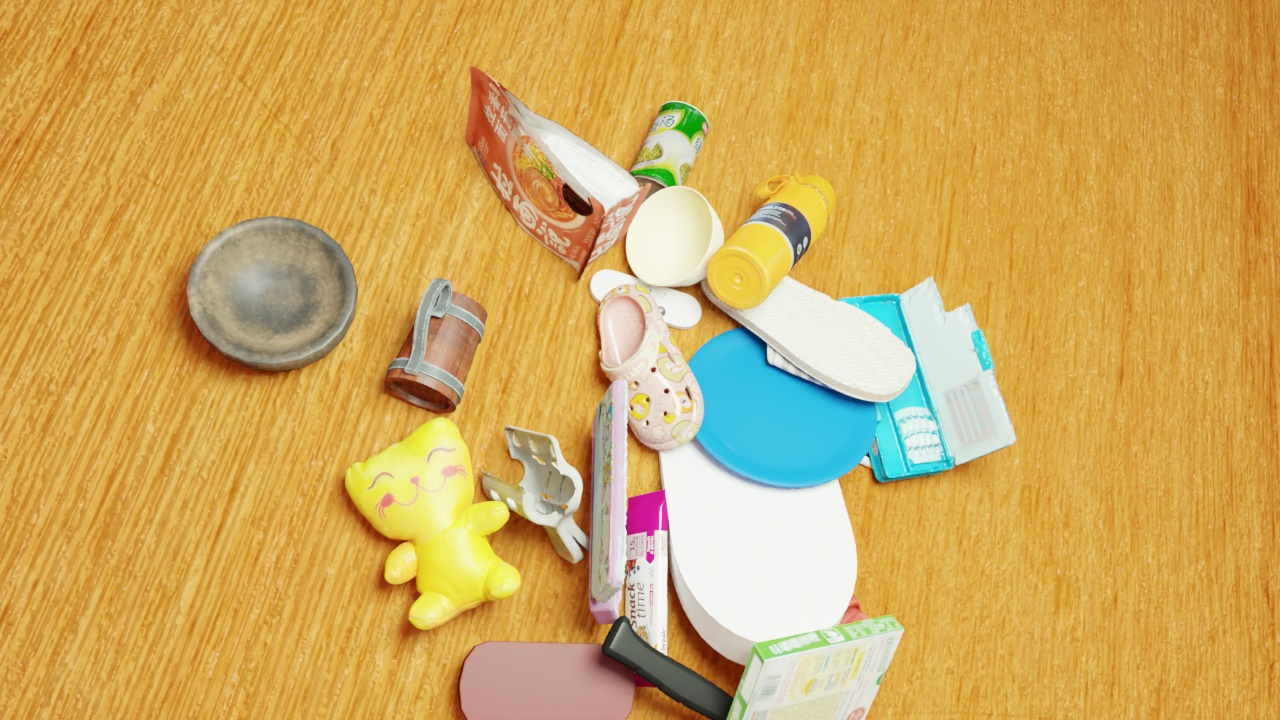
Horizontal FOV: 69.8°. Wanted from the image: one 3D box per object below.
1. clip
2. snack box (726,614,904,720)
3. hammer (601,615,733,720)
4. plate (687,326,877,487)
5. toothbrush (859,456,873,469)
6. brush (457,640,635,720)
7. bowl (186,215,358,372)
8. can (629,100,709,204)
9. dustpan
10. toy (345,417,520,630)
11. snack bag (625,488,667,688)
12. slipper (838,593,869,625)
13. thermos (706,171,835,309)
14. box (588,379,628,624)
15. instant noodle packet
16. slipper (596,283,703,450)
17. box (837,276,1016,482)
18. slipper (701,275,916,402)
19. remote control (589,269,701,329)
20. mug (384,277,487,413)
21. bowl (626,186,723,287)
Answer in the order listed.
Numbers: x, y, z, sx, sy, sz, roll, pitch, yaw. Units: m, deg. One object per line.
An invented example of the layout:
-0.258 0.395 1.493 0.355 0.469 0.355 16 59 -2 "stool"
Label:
-0.110 0.145 0.931 0.105 0.127 0.152 -17 101 -26 "clip"
0.165 0.314 0.887 0.167 0.132 0.027 -2 29 -28 "snack box"
0.093 0.353 0.914 0.323 0.029 0.126 36 66 -18 "hammer"
0.156 0.052 1.048 0.224 0.024 0.223 3 52 -5 "plate"
0.219 0.097 1.078 0.187 0.017 0.012 23 58 -7 "toothbrush"
-0.094 0.324 0.913 0.173 0.042 0.082 5 72 -12 "brush"
-0.376 -0.062 0.950 0.162 0.070 0.162 4 72 -13 "bowl"
0.033 -0.249 1.114 0.067 0.067 0.120 25 68 -5 "can"
0.124 0.193 0.975 0.191 0.053 0.257 -1 47 -6 "dustpan"
-0.197 0.163 0.917 0.134 0.087 0.193 -30 78 -3 "toy"
0.004 0.236 0.954 0.016 0.070 0.196 12 69 -32 "snack bag"
0.160 0.238 0.997 0.249 0.059 0.103 45 68 4 "slipper"
0.160 -0.153 1.070 0.231 0.076 0.091 -46 132 -44 "thermos"
-0.031 0.140 0.911 0.040 0.152 0.213 3 59 -6 "box"
-0.108 -0.212 1.015 0.221 0.165 0.083 44 70 2 "instant noodle packet"
-0.006 0.006 1.003 0.081 0.093 0.197 6 57 -58 "slipper"
0.331 0.019 1.091 0.168 0.086 0.227 -18 71 17 "box"
0.189 -0.039 1.072 0.273 0.054 0.114 33 58 18 "slipper"
0.006 -0.071 1.080 0.136 0.013 0.043 17 69 -8 "remote control"
-0.213 -0.019 0.956 0.081 0.117 0.111 14 65 10 "mug"
0.052 -0.135 1.074 0.074 0.118 0.118 18 62 -54 "bowl"
